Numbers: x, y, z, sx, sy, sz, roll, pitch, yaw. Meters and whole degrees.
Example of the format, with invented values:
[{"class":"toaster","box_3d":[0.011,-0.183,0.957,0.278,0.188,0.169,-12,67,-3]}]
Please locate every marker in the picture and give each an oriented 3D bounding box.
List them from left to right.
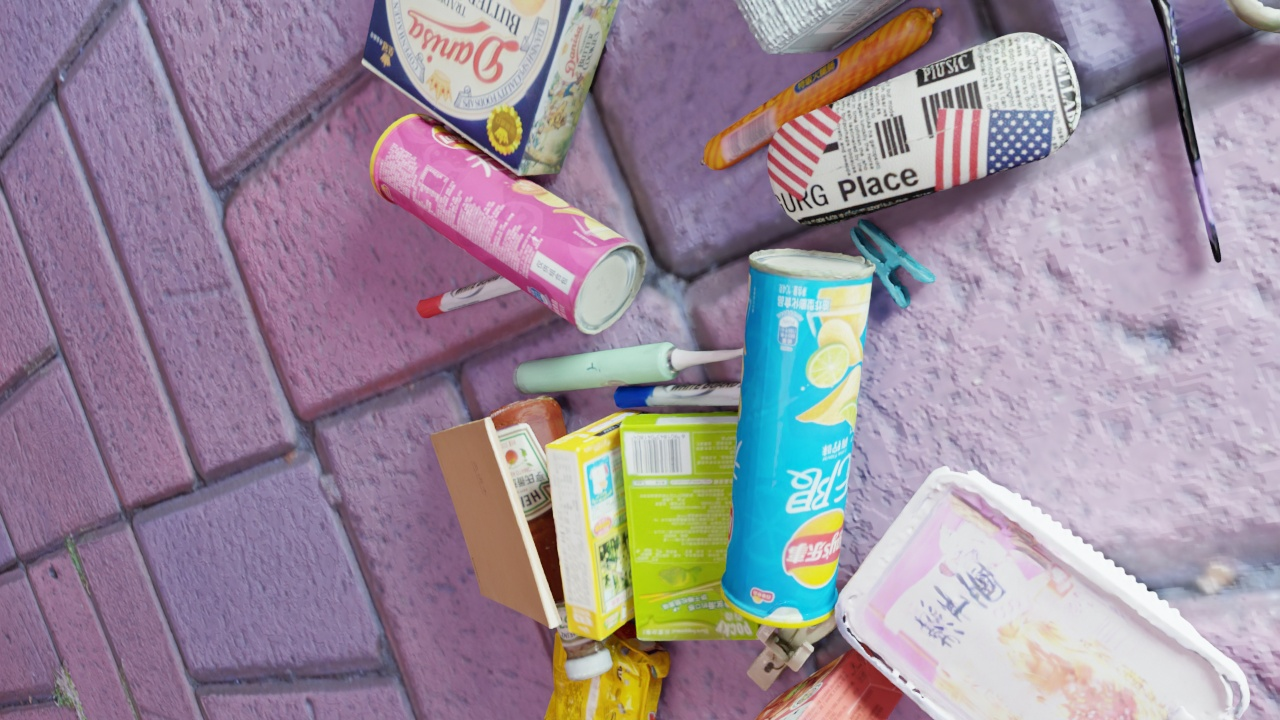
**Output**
[{"class":"marker","box_3d":[-0.125,-0.054,0.719,0.146,0.017,0.017,-12,96,39]},{"class":"marker","box_3d":[0.043,0.023,0.612,0.146,0.016,0.017,-3,101,38]}]

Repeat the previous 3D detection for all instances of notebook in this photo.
[{"class":"notebook","box_3d":[-0.119,0.121,0.712,0.212,0.012,0.149,-18,91,66]}]

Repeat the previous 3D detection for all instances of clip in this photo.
[{"class":"clip","box_3d":[0.106,0.178,0.607,0.035,0.094,0.102,39,162,21]},{"class":"clip","box_3d":[0.139,-0.056,0.516,0.057,0.015,0.049,53,130,13]}]

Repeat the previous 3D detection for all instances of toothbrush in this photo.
[{"class":"toothbrush","box_3d":[-0.004,0.004,0.637,0.225,0.026,0.027,-7,77,38]},{"class":"toothbrush","box_3d":[0.242,-0.136,0.413,0.017,0.014,0.189,-14,95,27]}]

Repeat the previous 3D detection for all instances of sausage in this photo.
[{"class":"sausage","box_3d":[0.095,-0.149,0.516,0.166,0.021,0.021,-25,87,39]}]

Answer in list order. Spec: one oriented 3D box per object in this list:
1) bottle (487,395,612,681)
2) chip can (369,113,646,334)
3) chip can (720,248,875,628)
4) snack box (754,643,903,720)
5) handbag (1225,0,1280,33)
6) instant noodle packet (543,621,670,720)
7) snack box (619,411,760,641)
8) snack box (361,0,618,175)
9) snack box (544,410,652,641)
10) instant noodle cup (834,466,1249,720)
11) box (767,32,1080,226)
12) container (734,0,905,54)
[{"class":"bottle","box_3d":[-0.064,0.131,0.680,0.060,0.059,0.206,-22,80,40]},{"class":"chip can","box_3d":[-0.097,-0.099,0.649,0.210,0.071,0.072,34,122,24]},{"class":"chip can","box_3d":[0.089,0.045,0.531,0.071,0.071,0.210,14,110,34]},{"class":"snack box","box_3d":[0.090,0.249,0.581,0.044,0.113,0.127,50,127,14]},{"class":"handbag","box_3d":[0.290,-0.208,0.327,0.163,0.063,0.179,20,119,33]},{"class":"instant noodle packet","box_3d":[-0.028,0.260,0.722,0.111,0.044,0.128,24,114,38]},{"class":"snack box","box_3d":[0.035,0.113,0.616,0.086,0.026,0.156,-3,103,9]},{"class":"snack box","box_3d":[-0.102,-0.247,0.624,0.178,0.045,0.183,38,123,24]},{"class":"snack box","box_3d":[-0.020,0.113,0.642,0.034,0.086,0.140,1,105,37]},{"class":"instant noodle cup","box_3d":[0.208,0.145,0.494,0.173,0.060,0.138,40,124,23]},{"class":"box","box_3d":[0.143,-0.117,0.481,0.165,0.059,0.072,-10,117,40]},{"class":"container","box_3d":[0.085,-0.222,0.462,0.090,0.089,0.111,-26,90,40]}]
